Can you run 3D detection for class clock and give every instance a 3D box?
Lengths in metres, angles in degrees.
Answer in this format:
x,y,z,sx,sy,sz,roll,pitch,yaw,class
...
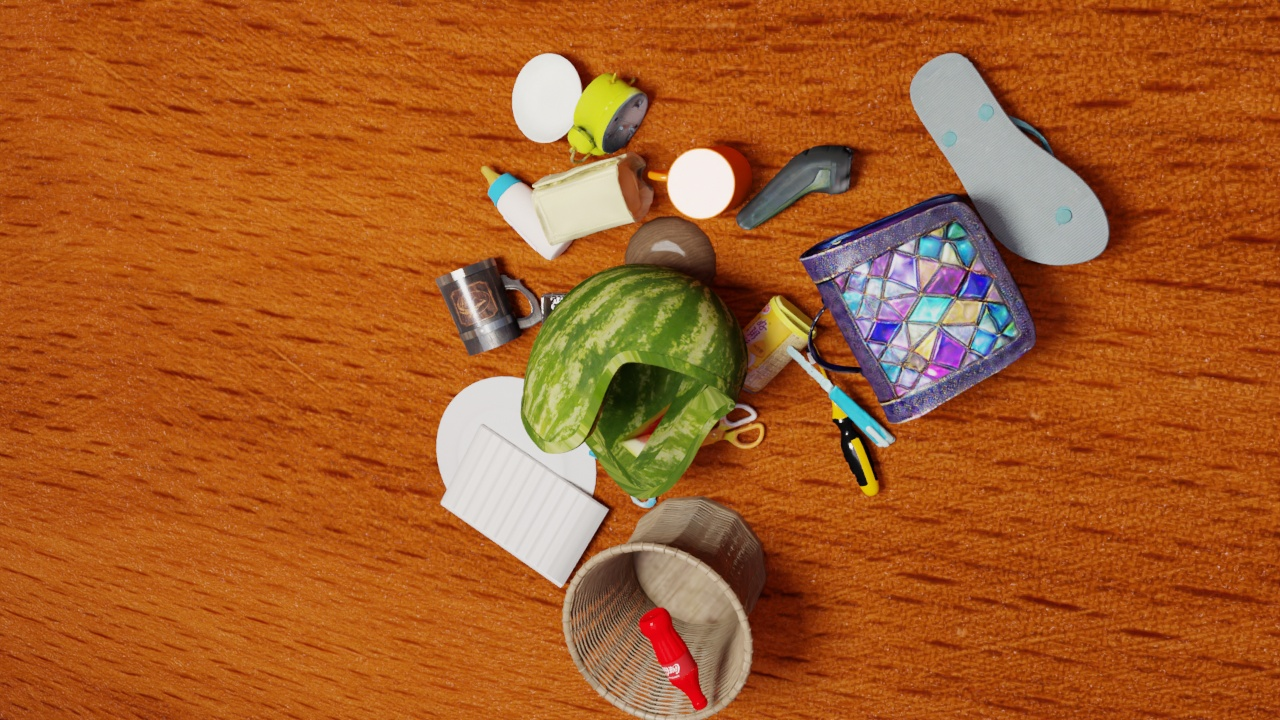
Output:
x,y,z,sx,sy,sz,roll,pitch,yaw,class
-0.042,-0.277,1.072,0.057,0.083,0.119,39,110,12,clock

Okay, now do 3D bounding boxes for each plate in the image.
x,y,z,sx,sy,sz,roll,pitch,yaw,class
-0.107,-0.315,1.107,0.104,0.026,0.104,4,98,32,plate
-0.177,0.141,1.264,0.243,0.016,0.243,5,106,18,plate

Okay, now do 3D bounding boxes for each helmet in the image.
x,y,z,sx,sy,sz,roll,pitch,yaw,class
-0.006,0.006,1.037,0.247,0.213,0.243,-45,44,11,helmet

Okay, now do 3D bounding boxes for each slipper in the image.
x,y,z,sx,sy,sz,roll,pitch,yaw,class
0.382,-0.205,0.970,0.098,0.054,0.268,-42,77,26,slipper

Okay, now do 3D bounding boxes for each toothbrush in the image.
x,y,z,sx,sy,sz,roll,pitch,yaw,class
0.242,0.071,1.097,0.031,0.031,0.196,-23,92,-9,toothbrush

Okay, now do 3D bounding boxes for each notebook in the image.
x,y,z,sx,sy,sz,roll,pitch,yaw,class
-0.163,0.201,1.260,0.210,0.009,0.143,33,112,8,notebook

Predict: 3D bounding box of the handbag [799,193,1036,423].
x,y,z,sx,sy,sz,roll,pitch,yaw,class
0.285,-0.057,0.992,0.222,0.125,0.205,-28,95,21,handbag

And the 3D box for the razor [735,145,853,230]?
x,y,z,sx,sy,sz,roll,pitch,yaw,class
0.176,-0.191,1.040,0.152,0.053,0.067,-35,100,28,razor

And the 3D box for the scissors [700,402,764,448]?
x,y,z,sx,sy,sz,roll,pitch,yaw,class
0.094,0.092,1.160,0.128,0.013,0.064,-19,101,25,scissors

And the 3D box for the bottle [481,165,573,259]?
x,y,z,sx,sy,sz,roll,pitch,yaw,class
-0.148,-0.191,1.148,0.146,0.051,0.051,46,113,3,bottle

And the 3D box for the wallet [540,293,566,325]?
x,y,z,sx,sy,sz,roll,pitch,yaw,class
-0.069,-0.036,1.171,0.120,0.031,0.099,4,102,13,wallet

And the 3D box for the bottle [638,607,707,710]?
x,y,z,sx,sy,sz,roll,pitch,yaw,class
0.040,0.332,1.014,0.036,0.036,0.119,-26,95,23,bottle

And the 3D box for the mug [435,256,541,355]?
x,y,z,sx,sy,sz,roll,pitch,yaw,class
-0.191,-0.076,1.186,0.115,0.080,0.107,-21,98,-4,mug

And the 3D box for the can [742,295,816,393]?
x,y,z,sx,sy,sz,roll,pitch,yaw,class
0.150,-0.019,1.082,0.067,0.067,0.105,44,114,4,can

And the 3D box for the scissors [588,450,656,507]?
x,y,z,sx,sy,sz,roll,pitch,yaw,class
-0.001,0.127,1.199,0.138,0.011,0.134,-29,94,28,scissors

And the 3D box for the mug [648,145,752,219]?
x,y,z,sx,sy,sz,roll,pitch,yaw,class
0.064,-0.207,1.046,0.113,0.095,0.078,12,108,16,mug

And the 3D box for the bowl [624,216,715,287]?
x,y,z,sx,sy,sz,roll,pitch,yaw,class
0.031,-0.116,1.117,0.118,0.030,0.118,5,106,18,bowl

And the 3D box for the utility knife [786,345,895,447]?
x,y,z,sx,sy,sz,roll,pitch,yaw,class
0.233,0.041,1.067,0.022,0.015,0.181,-37,110,27,utility knife

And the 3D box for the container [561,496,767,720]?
x,y,z,sx,sy,sz,roll,pitch,yaw,class
0.046,0.290,1.129,0.227,0.195,0.227,5,105,18,container

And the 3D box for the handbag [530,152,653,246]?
x,y,z,sx,sy,sz,roll,pitch,yaw,class
-0.057,-0.195,1.083,0.119,0.111,0.081,-12,111,23,handbag
